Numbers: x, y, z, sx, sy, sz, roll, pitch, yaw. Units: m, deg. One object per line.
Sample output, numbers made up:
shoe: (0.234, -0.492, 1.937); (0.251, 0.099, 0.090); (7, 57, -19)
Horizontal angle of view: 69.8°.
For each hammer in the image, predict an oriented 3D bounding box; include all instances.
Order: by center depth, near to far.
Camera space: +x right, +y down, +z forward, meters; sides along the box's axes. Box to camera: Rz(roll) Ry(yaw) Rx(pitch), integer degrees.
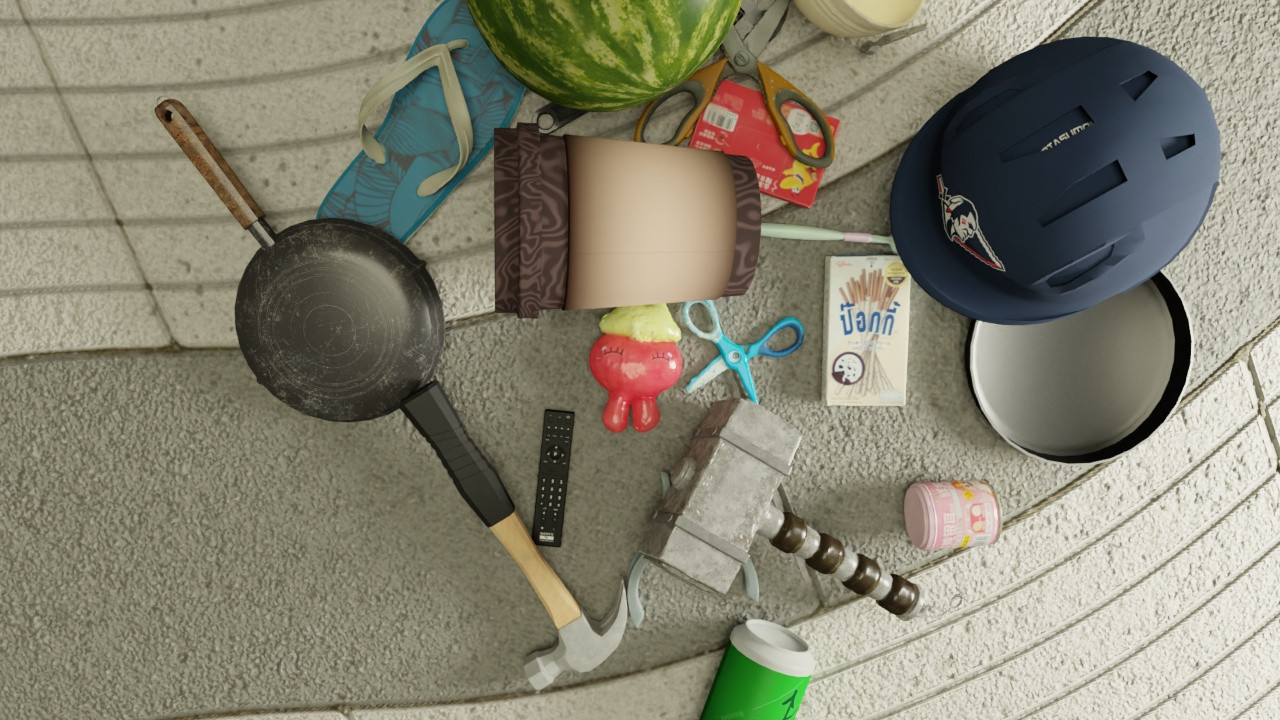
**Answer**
hammer: (0.172, 0.185, 0.899); (0.326, 0.080, 0.176); (31, 78, -11)
hammer: (-0.128, 0.167, 0.903); (0.131, 0.039, 0.328); (-31, 101, 1)

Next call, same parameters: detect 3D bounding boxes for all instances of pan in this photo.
pan: (-0.334, -0.093, 0.857); (0.208, 0.040, 0.357); (-34, 104, 9)
pan: (0.386, -0.048, 0.914); (0.356, 0.034, 0.225); (38, 94, -6)

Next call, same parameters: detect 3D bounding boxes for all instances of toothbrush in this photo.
toothbrush: (0.225, -0.282, 0.808); (0.010, 0.181, 0.010); (17, 102, -7)
toothbrush: (0.184, -0.124, 0.908); (0.155, 0.015, 0.022); (5, 66, -2)

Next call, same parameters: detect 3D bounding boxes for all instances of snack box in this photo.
snack box: (0.117, -0.211, 0.891); (0.133, 0.021, 0.089); (18, 95, -4)
snack box: (0.224, -0.030, 0.914); (0.082, 0.026, 0.150); (1, 96, -2)

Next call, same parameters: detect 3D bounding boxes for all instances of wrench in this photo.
wrench: (0.018, -0.289, 0.882); (0.273, 0.018, 0.073); (-28, 97, 2)

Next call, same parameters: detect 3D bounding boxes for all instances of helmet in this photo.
helmet: (-0.037, -0.330, 0.768); (0.247, 0.212, 0.244); (55, 135, 7)
helmet: (0.354, -0.153, 0.803); (0.273, 0.222, 0.232); (-31, 83, 25)

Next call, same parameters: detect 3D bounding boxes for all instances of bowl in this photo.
bowl: (0.183, -0.359, 0.839); (0.150, 0.075, 0.150); (8, 74, -32)

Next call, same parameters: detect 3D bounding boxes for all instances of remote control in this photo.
remote control: (-0.088, 0.119, 0.926); (0.030, 0.009, 0.140); (6, 96, -3)

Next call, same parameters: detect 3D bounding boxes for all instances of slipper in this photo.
slipper: (-0.203, -0.215, 0.861); (0.118, 0.060, 0.295); (35, 94, -9)

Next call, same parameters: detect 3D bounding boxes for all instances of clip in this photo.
clip: (0.042, 0.212, 0.934); (0.164, 0.032, 0.165); (35, 93, -6)

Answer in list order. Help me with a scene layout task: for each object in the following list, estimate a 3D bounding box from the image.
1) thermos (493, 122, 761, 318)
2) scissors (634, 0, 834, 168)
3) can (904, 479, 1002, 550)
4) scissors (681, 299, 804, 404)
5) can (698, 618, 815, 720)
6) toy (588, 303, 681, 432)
thermos: (-0.018, -0.123, 0.830); (0.226, 0.173, 0.173); (0, 96, -9)
scissors: (0.087, -0.259, 0.866); (0.230, 0.016, 0.225); (-32, 93, -1)
can: (0.311, 0.154, 0.917); (0.076, 0.067, 0.067); (-4, 96, -2)
scissors: (0.100, -0.014, 0.918); (0.140, 0.011, 0.134); (-23, 94, -1)
can: (0.114, 0.339, 0.920); (0.088, 0.088, 0.140); (19, 95, -4)
toy: (-0.005, 0.005, 0.898); (0.091, 0.045, 0.135); (10, 90, -1)
